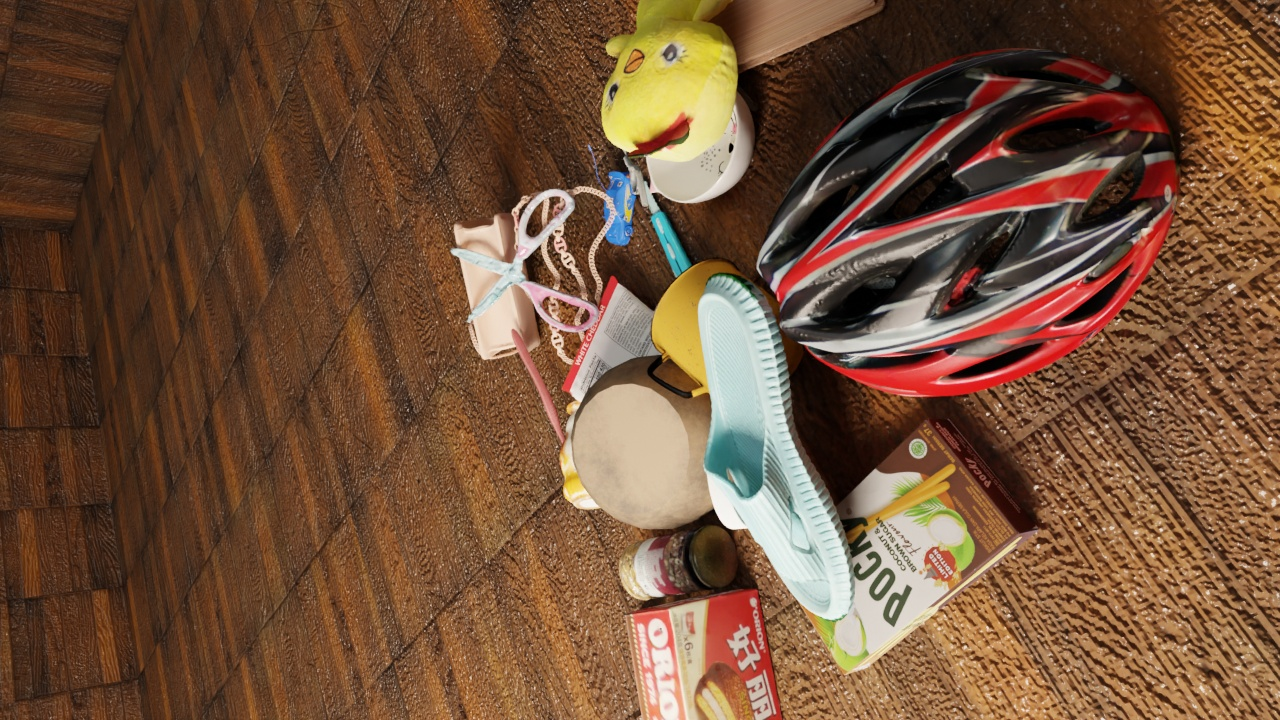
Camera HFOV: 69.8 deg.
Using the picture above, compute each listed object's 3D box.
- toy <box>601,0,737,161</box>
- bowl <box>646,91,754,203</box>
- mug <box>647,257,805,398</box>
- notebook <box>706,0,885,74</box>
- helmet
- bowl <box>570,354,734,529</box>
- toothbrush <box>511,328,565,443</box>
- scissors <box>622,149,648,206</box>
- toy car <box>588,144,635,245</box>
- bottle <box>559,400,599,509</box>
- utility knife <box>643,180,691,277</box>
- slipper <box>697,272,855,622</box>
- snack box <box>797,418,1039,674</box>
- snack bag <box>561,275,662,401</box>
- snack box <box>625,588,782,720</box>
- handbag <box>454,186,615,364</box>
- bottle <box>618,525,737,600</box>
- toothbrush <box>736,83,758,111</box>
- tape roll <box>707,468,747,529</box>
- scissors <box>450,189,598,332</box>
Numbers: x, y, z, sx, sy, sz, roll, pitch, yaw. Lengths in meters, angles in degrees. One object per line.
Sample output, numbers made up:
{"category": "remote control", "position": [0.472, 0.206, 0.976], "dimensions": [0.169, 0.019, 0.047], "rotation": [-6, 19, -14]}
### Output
{"category": "toy", "position": [0.027, -0.251, 0.777], "dimensions": [0.134, 0.092, 0.207], "rotation": [-16, 67, 40]}
{"category": "bowl", "position": [0.062, -0.198, 0.836], "dimensions": [0.115, 0.050, 0.114], "rotation": [-3, 87, 47]}
{"category": "mug", "position": [0.067, -0.013, 0.776], "dimensions": [0.123, 0.100, 0.094], "rotation": [-39, 52, -9]}
{"category": "notebook", "position": [0.108, -0.348, 0.802], "dimensions": [0.211, 0.022, 0.169], "rotation": [-10, 80, 43]}
{"category": "helmet", "position": [0.208, -0.092, 0.612], "dimensions": [0.273, 0.166, 0.217], "rotation": [-32, 68, 29]}
{"category": "bowl", "position": [0.006, 0.076, 0.834], "dimensions": [0.162, 0.070, 0.162], "rotation": [1, 93, 27]}
{"category": "toothbrush", "position": [-0.094, 0.049, 0.964], "dimensions": [0.016, 0.015, 0.184], "rotation": [-9, 110, 46]}
{"category": "scissors", "position": [-0.016, -0.206, 0.915], "dimensions": [0.160, 0.014, 0.120], "rotation": [-165, 71, -74]}
{"category": "toy car", "position": [-0.036, -0.167, 0.933], "dimensions": [0.033, 0.061, 0.092], "rotation": [16, 100, 47]}
{"category": "bottle", "position": [-0.052, 0.095, 0.942], "dimensions": [0.063, 0.063, 0.108], "rotation": [-33, 57, 42]}
{"category": "utility knife", "position": [0.025, -0.121, 0.901], "dimensions": [0.022, 0.015, 0.148], "rotation": [-45, 55, 33]}
{"category": "slipper", "position": [0.084, 0.071, 0.680], "dimensions": [0.116, 0.069, 0.276], "rotation": [15, 124, 70]}
{"category": "snack box", "position": [0.193, 0.143, 0.694], "dimensions": [0.186, 0.031, 0.101], "rotation": [-54, 52, 32]}
{"category": "snack bag", "position": [-0.005, 0.006, 0.902], "dimensions": [0.144, 0.039, 0.131], "rotation": [33, 106, 31]}
{"category": "snack box", "position": [0.064, 0.319, 0.768], "dimensions": [0.060, 0.113, 0.236], "rotation": [-22, 72, 44]}
{"category": "handbag", "position": [-0.096, -0.080, 1.001], "dimensions": [0.187, 0.116, 0.199], "rotation": [-8, 98, 11]}
{"category": "bottle", "position": [0.033, 0.188, 0.848], "dimensions": [0.105, 0.056, 0.056], "rotation": [-24, 71, 44]}
{"category": "toothbrush", "position": [0.066, -0.285, 0.864], "dimensions": [0.013, 0.012, 0.167], "rotation": [-47, 56, 26]}
{"category": "tape roll", "position": [0.082, 0.094, 0.772], "dimensions": [0.018, 0.093, 0.093], "rotation": [-9, 81, 27]}
{"category": "scissors", "position": [-0.112, -0.100, 0.932], "dimensions": [0.170, 0.013, 0.175], "rotation": [22, 101, 11]}
